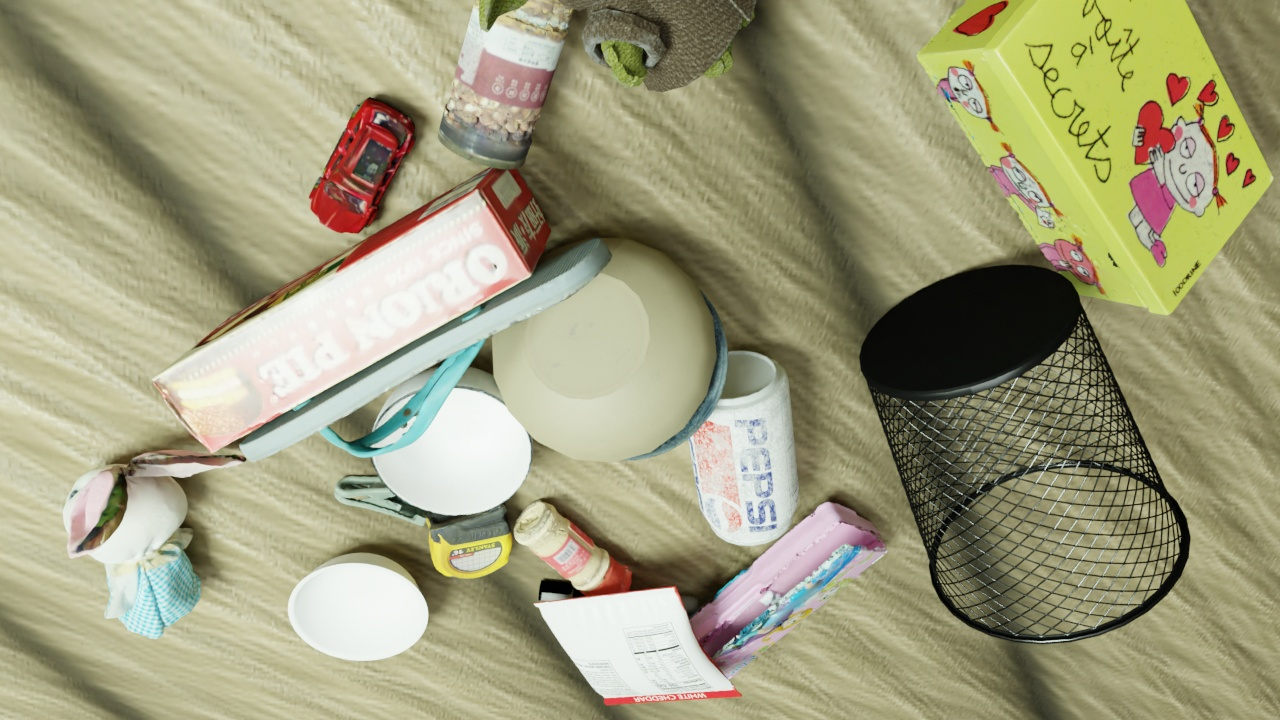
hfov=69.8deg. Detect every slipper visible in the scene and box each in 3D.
[{"bbox_3d":[-0.127,0.005,0.572,0.269,0.098,0.055,-28,109,15],"label":"slipper"}]

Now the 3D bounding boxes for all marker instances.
[{"bbox_3d":[-0.019,0.208,0.804,0.140,0.016,0.016,8,120,-10],"label":"marker"}]

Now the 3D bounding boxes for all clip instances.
[{"bbox_3d":[-0.202,0.105,0.721,0.076,0.023,0.059,10,118,-14],"label":"clip"}]

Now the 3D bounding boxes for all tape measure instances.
[{"bbox_3d":[-0.137,0.143,0.738,0.065,0.037,0.064,-16,123,-16],"label":"tape measure"}]

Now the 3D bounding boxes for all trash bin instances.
[{"bbox_3d":[0.263,0.058,0.652,0.184,0.183,0.210,-26,114,10],"label":"trash bin"}]

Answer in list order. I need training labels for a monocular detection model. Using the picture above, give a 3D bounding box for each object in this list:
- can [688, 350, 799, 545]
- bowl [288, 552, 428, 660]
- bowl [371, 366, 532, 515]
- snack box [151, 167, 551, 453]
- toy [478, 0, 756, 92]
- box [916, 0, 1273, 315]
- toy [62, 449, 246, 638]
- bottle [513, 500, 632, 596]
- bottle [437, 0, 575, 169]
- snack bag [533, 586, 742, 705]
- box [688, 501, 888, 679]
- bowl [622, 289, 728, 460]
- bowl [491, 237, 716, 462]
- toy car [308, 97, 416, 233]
[{"bbox_3d":[0.077,0.067,0.690,0.078,0.078,0.136,-11,122,1],"label":"can"},{"bbox_3d":[-0.230,0.195,0.761,0.110,0.040,0.110,-2,121,-4],"label":"bowl"},{"bbox_3d":[-0.134,0.051,0.669,0.113,0.063,0.114,-2,121,-4],"label":"bowl"},{"bbox_3d":[-0.175,-0.038,0.578,0.236,0.113,0.060,-27,109,10],"label":"snack box"},{"bbox_3d":[0.000,-0.218,0.491,0.152,0.078,0.179,34,72,-36],"label":"toy"},{"bbox_3d":[0.279,-0.146,0.558,0.124,0.081,0.221,-47,118,-7],"label":"box"},{"bbox_3d":[-0.377,0.131,0.695,0.106,0.130,0.206,38,135,17],"label":"toy"},{"bbox_3d":[-0.055,0.160,0.756,0.044,0.044,0.109,-36,117,16],"label":"bottle"},{"bbox_3d":[-0.080,-0.173,0.543,0.056,0.056,0.105,16,118,-15],"label":"bottle"},{"bbox_3d":[-0.002,0.244,0.763,0.131,0.039,0.144,-13,123,24],"label":"snack bag"},{"bbox_3d":[0.112,0.218,0.793,0.084,0.053,0.231,28,116,-37],"label":"box"},{"bbox_3d":[-0.004,0.004,0.645,0.137,0.057,0.137,-2,80,12],"label":"bowl"},{"bbox_3d":[-0.029,-0.011,0.596,0.152,0.050,0.152,-2,80,11],"label":"bowl"},{"bbox_3d":[-0.176,-0.120,0.580,0.042,0.036,0.091,28,120,-21],"label":"toy car"}]
